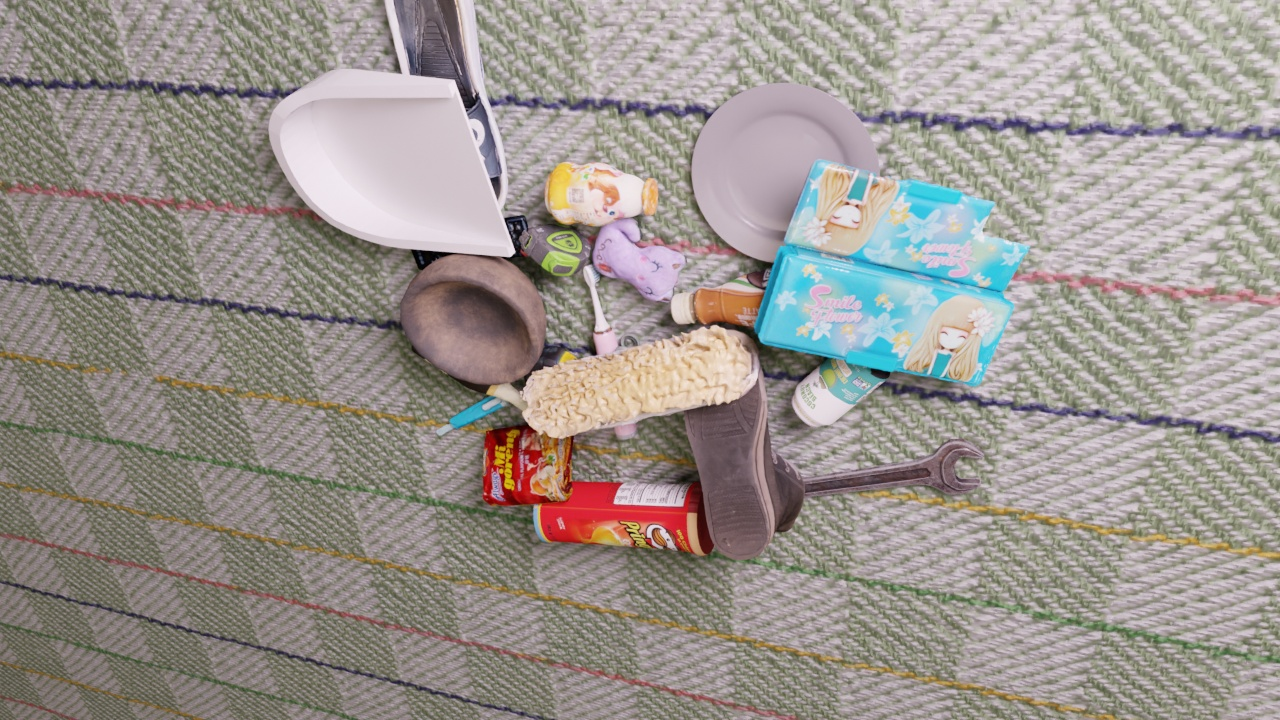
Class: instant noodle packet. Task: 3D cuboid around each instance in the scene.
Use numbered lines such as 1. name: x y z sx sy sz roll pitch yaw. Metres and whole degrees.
1. instant noodle packet: -0.137 0.127 1.129 0.136 0.098 0.039 -8 163 27

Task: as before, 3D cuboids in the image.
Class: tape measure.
1. tape measure: -0.086 -0.115 0.967 0.058 0.065 0.036 49 130 16
2. tape measure: -0.099 0.020 1.073 0.071 0.042 0.072 8 128 17

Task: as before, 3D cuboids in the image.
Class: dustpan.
1. dustpan: -0.269 -0.196 0.940 0.258 0.053 0.192 16 140 31

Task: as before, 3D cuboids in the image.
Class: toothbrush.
1. toothbrush: -0.036 -0.007 1.039 0.027 0.026 0.223 15 128 39

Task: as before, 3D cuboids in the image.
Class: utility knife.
1. utility knife: -0.218 0.068 1.167 0.141 0.015 0.022 -25 86 34

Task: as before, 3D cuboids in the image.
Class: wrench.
1. wrench: 0.247 0.134 1.032 0.274 0.010 0.070 -12 116 27

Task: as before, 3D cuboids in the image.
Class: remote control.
1. remote control: -0.188 -0.132 1.022 0.150 0.022 0.047 -4 119 21

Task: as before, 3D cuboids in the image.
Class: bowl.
1. bowl: -0.180 -0.053 1.024 0.162 0.070 0.162 9 135 9

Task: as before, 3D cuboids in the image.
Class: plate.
1. plate: 0.136 -0.175 0.873 0.178 0.012 0.179 10 124 15

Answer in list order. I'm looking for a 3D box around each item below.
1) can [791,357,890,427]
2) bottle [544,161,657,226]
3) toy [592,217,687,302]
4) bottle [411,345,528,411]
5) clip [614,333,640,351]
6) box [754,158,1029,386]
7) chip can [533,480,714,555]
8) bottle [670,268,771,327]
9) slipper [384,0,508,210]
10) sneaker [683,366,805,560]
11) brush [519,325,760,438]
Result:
1. can: 0.206 0.023 0.948 0.055 0.054 0.102 39 127 -6
2. bottle: -0.039 -0.165 0.916 0.109 0.063 0.063 7 123 17
3. toy: -0.002 -0.107 0.956 0.100 0.036 0.080 25 128 6
4. bottle: -0.186 0.021 1.103 0.184 0.045 0.046 34 127 -2
5. clip: -0.006 0.007 1.038 0.023 0.037 0.075 -7 123 23
6. box: 0.237 -0.079 0.846 0.226 0.039 0.182 11 116 -8
7. chip can: -0.018 0.188 1.122 0.214 0.086 0.087 -1 121 23
8. bottle: 0.113 -0.060 0.927 0.167 0.059 0.059 -5 119 24
9. slipper: -0.204 -0.261 0.921 0.111 0.062 0.264 6 121 17
10. sneaker: 0.119 0.089 1.009 0.095 0.119 0.234 -14 86 28
11. brush: -0.004 0.025 0.975 0.272 0.056 0.083 -12 87 24
